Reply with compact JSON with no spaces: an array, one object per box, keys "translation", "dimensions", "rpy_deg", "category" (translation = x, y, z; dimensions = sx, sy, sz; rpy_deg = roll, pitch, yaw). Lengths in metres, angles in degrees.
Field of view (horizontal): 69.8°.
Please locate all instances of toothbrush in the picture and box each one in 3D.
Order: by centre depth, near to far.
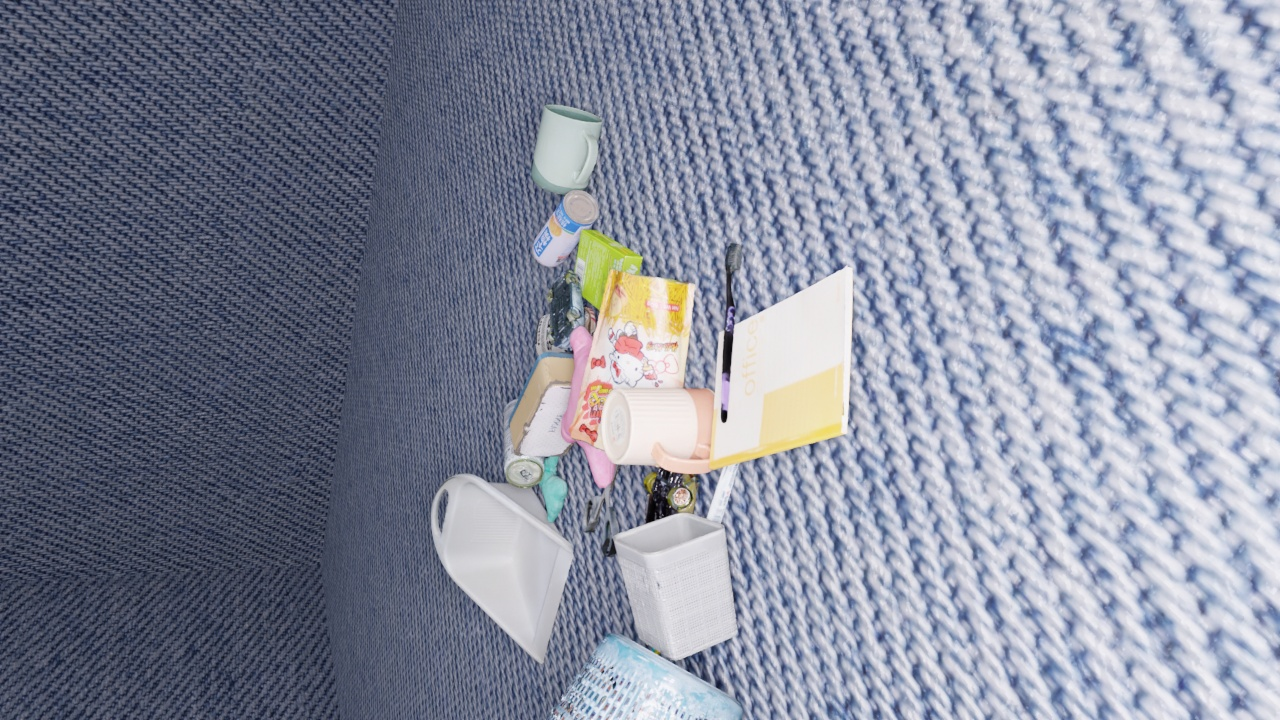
[{"translation":[0.089,-0.030,0.901],"dimensions":[0.017,0.014,0.188],"rpy_deg":[-15,64,47],"category":"toothbrush"}]

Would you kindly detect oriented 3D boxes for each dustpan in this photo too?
[{"translation":[-0.227,0.296,1.401],"dimensions":[0.257,0.142,0.223],"rpy_deg":[-125,44,-53],"category":"dustpan"}]

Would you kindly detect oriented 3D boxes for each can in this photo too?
[{"translation":[-0.108,-0.184,1.298],"dimensions":[0.135,0.053,0.053],"rpy_deg":[-41,52,56],"category":"can"},{"translation":[-0.175,0.121,1.367],"dimensions":[0.146,0.058,0.058],"rpy_deg":[-102,28,-53],"category":"can"}]

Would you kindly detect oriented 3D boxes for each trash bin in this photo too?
[{"translation":[-0.009,0.376,0.860],"dimensions":[0.194,0.226,0.227],"rpy_deg":[-60,22,-15],"category":"trash bin"}]

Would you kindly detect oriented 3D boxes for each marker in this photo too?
[{"translation":[0.086,0.120,0.917],"dimensions":[0.017,0.016,0.146],"rpy_deg":[50,131,54],"category":"marker"}]

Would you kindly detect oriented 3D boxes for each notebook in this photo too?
[{"translation":[0.123,0.014,0.831],"dimensions":[0.207,0.010,0.145],"rpy_deg":[-28,52,60],"category":"notebook"}]

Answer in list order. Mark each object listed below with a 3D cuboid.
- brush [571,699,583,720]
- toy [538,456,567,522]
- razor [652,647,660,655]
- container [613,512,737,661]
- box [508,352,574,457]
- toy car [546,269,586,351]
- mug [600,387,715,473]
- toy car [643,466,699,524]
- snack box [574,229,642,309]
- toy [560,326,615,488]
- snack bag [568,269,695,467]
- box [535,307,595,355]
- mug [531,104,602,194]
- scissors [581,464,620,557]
[{"translation":[0.010,0.431,1.011],"dimensions":[0.315,0.060,0.109],"rpy_deg":[-25,71,58],"category":"brush"},{"translation":[-0.129,0.174,1.337],"dimensions":[0.092,0.030,0.097],"rpy_deg":[52,126,51],"category":"toy"},{"translation":[0.013,0.269,1.038],"dimensions":[0.043,0.028,0.132],"rpy_deg":[92,171,-61],"category":"razor"},{"translation":[0.037,0.223,0.908],"dimensions":[0.090,0.090,0.114],"rpy_deg":[3,105,64],"category":"container"},{"translation":[-0.117,0.060,1.257],"dimensions":[0.185,0.089,0.060],"rpy_deg":[-59,37,40],"category":"box"},{"translation":[-0.097,-0.067,1.221],"dimensions":[0.054,0.036,0.120],"rpy_deg":[-43,40,34],"category":"toy car"},{"translation":[0.027,0.077,0.939],"dimensions":[0.114,0.105,0.082],"rpy_deg":[-123,43,-51],"category":"mug"},{"translation":[0.028,0.186,0.999],"dimensions":[0.070,0.042,0.158],"rpy_deg":[23,105,63],"category":"toy car"},{"translation":[-0.046,-0.113,1.197],"dimensions":[0.156,0.026,0.086],"rpy_deg":[39,122,59],"category":"snack box"},{"translation":[-0.041,0.060,1.119],"dimensions":[0.179,0.074,0.195],"rpy_deg":[18,105,50],"category":"toy"},{"translation":[-0.006,0.006,1.035],"dimensions":[0.129,0.073,0.208],"rpy_deg":[13,95,21],"category":"snack bag"},{"translation":[-0.112,-0.039,1.293],"dimensions":[0.165,0.055,0.070],"rpy_deg":[-14,57,60],"category":"box"},{"translation":[-0.096,-0.283,1.257],"dimensions":[0.112,0.082,0.106],"rpy_deg":[40,123,44],"category":"mug"},{"translation":[-0.042,0.168,1.182],"dimensions":[0.160,0.014,0.177],"rpy_deg":[-43,48,52],"category":"scissors"}]
